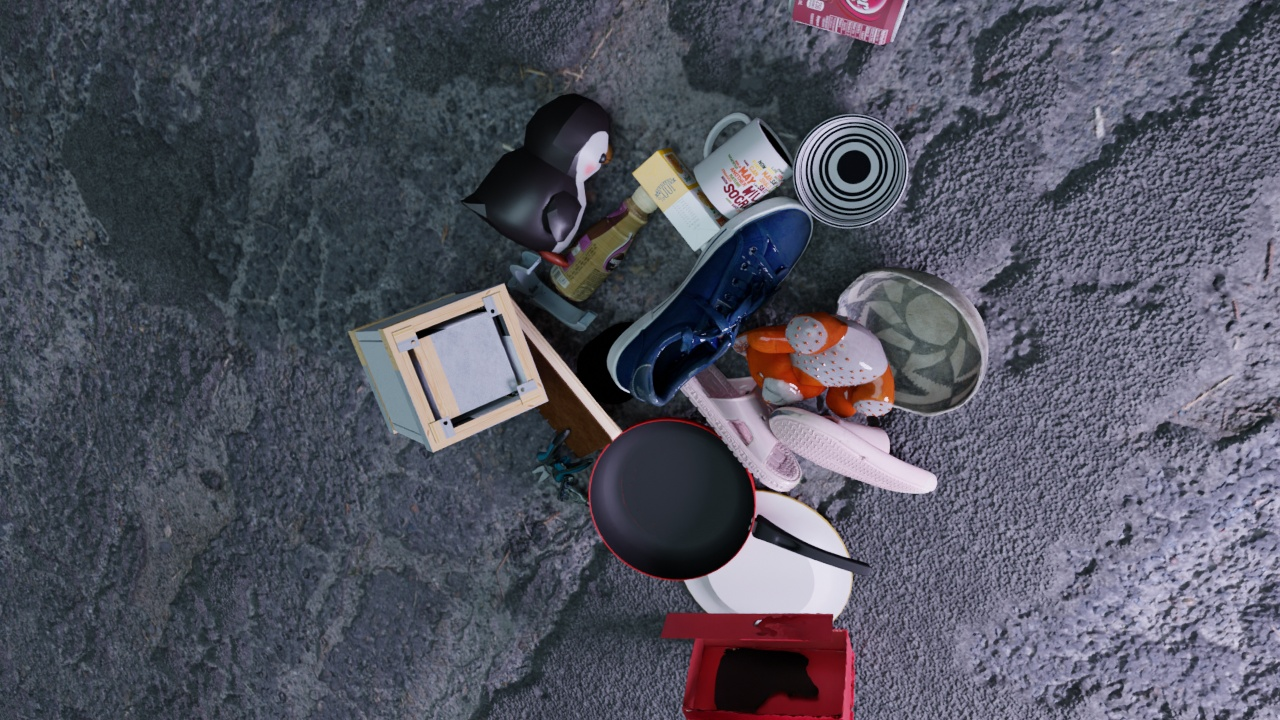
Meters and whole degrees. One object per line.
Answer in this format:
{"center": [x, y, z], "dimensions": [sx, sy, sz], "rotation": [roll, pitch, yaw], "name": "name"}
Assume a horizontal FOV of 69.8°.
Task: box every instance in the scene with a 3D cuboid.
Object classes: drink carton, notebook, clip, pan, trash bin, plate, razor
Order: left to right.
{"center": [-0.240, 0.004, 1.112], "dimensions": [0.247, 0.142, 0.142], "rotation": [3, 115, 64], "name": "trash bin"}
{"center": [-0.135, -0.103, 1.102], "dimensions": [0.174, 0.030, 0.159], "rotation": [24, 158, 49], "name": "clip"}
{"center": [-0.124, 0.023, 1.164], "dimensions": [0.225, 0.024, 0.168], "rotation": [51, 156, -2], "name": "notebook"}
{"center": [-0.046, 0.199, 1.248], "dimensions": [0.144, 0.022, 0.043], "rotation": [20, 113, 11], "name": "razor"}
{"center": [0.051, -0.187, 1.075], "dimensions": [0.040, 0.058, 0.122], "rotation": [-38, 92, 24], "name": "drink carton"}
{"center": [0.110, 0.193, 1.137], "dimensions": [0.356, 0.067, 0.209], "rotation": [17, 104, 8], "name": "pan"}
{"center": [0.157, 0.273, 1.194], "dimensions": [0.230, 0.021, 0.230], "rotation": [7, 114, 17], "name": "plate"}

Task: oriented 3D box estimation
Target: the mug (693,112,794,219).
{"center": [0.112, -0.229, 1.041], "dimensions": [0.090, 0.073, 0.105], "rotation": [-36, 68, 24], "name": "mug"}

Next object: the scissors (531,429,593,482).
{"center": [-0.107, 0.134, 1.215], "dimensions": [0.149, 0.019, 0.123], "rotation": [13, 130, 38], "name": "scissors"}

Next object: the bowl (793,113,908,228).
{"center": [0.231, -0.209, 1.005], "dimensions": [0.120, 0.066, 0.120], "rotation": [5, 108, 16], "name": "bowl"}

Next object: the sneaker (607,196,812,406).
{"center": [0.095, -0.060, 1.016], "dimensions": [0.294, 0.127, 0.120], "rotation": [-45, 127, -2], "name": "sneaker"}

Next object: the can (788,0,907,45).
{"center": [0.217, -0.375, 0.960], "dimensions": [0.114, 0.063, 0.063], "rotation": [20, 112, 11], "name": "can"}

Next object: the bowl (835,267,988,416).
{"center": [0.309, -0.033, 1.014], "dimensions": [0.178, 0.081, 0.179], "rotation": [32, 141, 30], "name": "bowl"}

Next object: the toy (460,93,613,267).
{"center": [-0.112, -0.228, 1.073], "dimensions": [0.140, 0.159, 0.184], "rotation": [22, 106, -36], "name": "toy"}

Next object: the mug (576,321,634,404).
{"center": [-0.007, 0.007, 1.135], "dimensions": [0.122, 0.094, 0.085], "rotation": [23, 113, 10], "name": "mug"}

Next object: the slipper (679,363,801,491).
{"center": [0.119, 0.050, 1.110], "dimensions": [0.239, 0.094, 0.065], "rotation": [48, 118, 6], "name": "slipper"}

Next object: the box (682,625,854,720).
{"center": [0.142, 0.445, 1.105], "dimensions": [0.211, 0.317, 0.121], "rotation": [-4, 105, 20], "name": "box"}

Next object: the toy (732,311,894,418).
{"center": [0.187, 0.006, 1.034], "dimensions": [0.163, 0.092, 0.173], "rotation": [35, 157, -25], "name": "toy"}

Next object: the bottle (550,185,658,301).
{"center": [-0.040, -0.145, 1.117], "dimensions": [0.059, 0.059, 0.166], "rotation": [45, 114, 0], "name": "bottle"}

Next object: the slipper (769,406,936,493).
{"center": [0.251, 0.102, 1.060], "dimensions": [0.221, 0.107, 0.055], "rotation": [26, 73, -20], "name": "slipper"}
